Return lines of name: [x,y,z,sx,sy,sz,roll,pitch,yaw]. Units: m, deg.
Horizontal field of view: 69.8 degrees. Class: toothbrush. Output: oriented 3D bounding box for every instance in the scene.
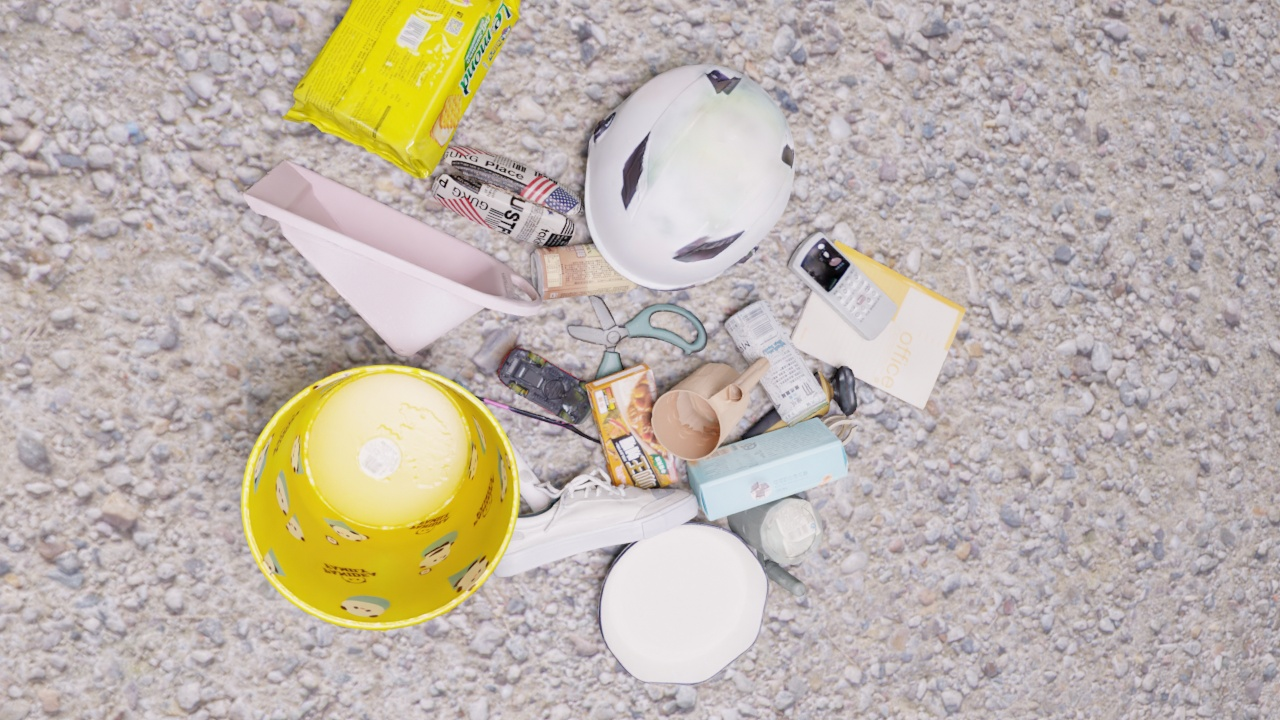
toothbrush: [-0.102,0.069,1.061,0.189,0.014,0.017,20,79,-15]
toothbrush: [-0.147,0.115,1.045,0.221,0.026,0.026,56,46,-12]

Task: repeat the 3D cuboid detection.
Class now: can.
can: [0.159,0.003,1.076,0.058,0.058,0.146,-29,80,-11]
can: [-0.062,-0.102,1.033,0.116,0.058,0.058,-6,96,-14]

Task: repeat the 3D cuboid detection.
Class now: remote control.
remote control: [0.249,-0.090,1.123,0.150,0.021,0.058,40,83,-14]

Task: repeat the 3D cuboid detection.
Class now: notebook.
notebook: [0.301,-0.043,1.157,0.206,0.010,0.146,25,87,-15]

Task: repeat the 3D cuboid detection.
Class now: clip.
clip: [0.220,0.097,1.139,0.099,0.034,0.066,-31,103,-2]

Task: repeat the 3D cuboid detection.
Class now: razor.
razor: [0.194,0.069,1.118,0.167,0.062,0.067,-33,72,-5]

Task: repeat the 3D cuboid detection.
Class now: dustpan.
dustpan: [-0.232,-0.123,0.913,0.139,0.222,0.273,-36,115,3]

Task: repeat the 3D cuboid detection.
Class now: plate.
plate: [0.048,0.284,1.092,0.204,0.045,0.205,-2,99,-11]

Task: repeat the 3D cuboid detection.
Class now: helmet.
helmet: [0.068,-0.207,0.989,0.229,0.146,0.258,43,67,-12]

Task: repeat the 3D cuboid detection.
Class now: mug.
mug: [0.084,0.045,1.034,0.125,0.103,0.084,-38,90,32]
mug: [0.163,0.211,1.094,0.083,0.103,0.124,-12,96,-14]

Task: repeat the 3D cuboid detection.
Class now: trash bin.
trash bin: [-0.248,0.108,0.899,0.229,0.255,0.229,-1,95,-15]

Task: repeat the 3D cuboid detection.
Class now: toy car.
toy car: [-0.105,0.028,1.040,0.120,0.045,0.053,33,88,-21]

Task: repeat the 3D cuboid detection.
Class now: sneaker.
sneaker: [-0.057,0.165,1.024,0.242,0.090,0.090,-12,90,-15]

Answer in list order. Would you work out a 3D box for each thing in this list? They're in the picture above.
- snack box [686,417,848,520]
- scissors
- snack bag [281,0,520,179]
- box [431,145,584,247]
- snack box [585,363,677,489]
snack box: [0.145,0.124,1.064,0.175,0.074,0.052,-17,111,-4]
scissors: [-0.006,0.006,1.078,0.170,0.019,0.181,6,94,-16]
snack bag: [-0.241,-0.320,0.949,0.158,0.068,0.246,28,87,-1]
box: [-0.141,-0.190,1.010,0.163,0.076,0.087,21,68,-12]
snack box: [-0.009,0.084,1.058,0.075,0.026,0.154,-20,116,-13]
